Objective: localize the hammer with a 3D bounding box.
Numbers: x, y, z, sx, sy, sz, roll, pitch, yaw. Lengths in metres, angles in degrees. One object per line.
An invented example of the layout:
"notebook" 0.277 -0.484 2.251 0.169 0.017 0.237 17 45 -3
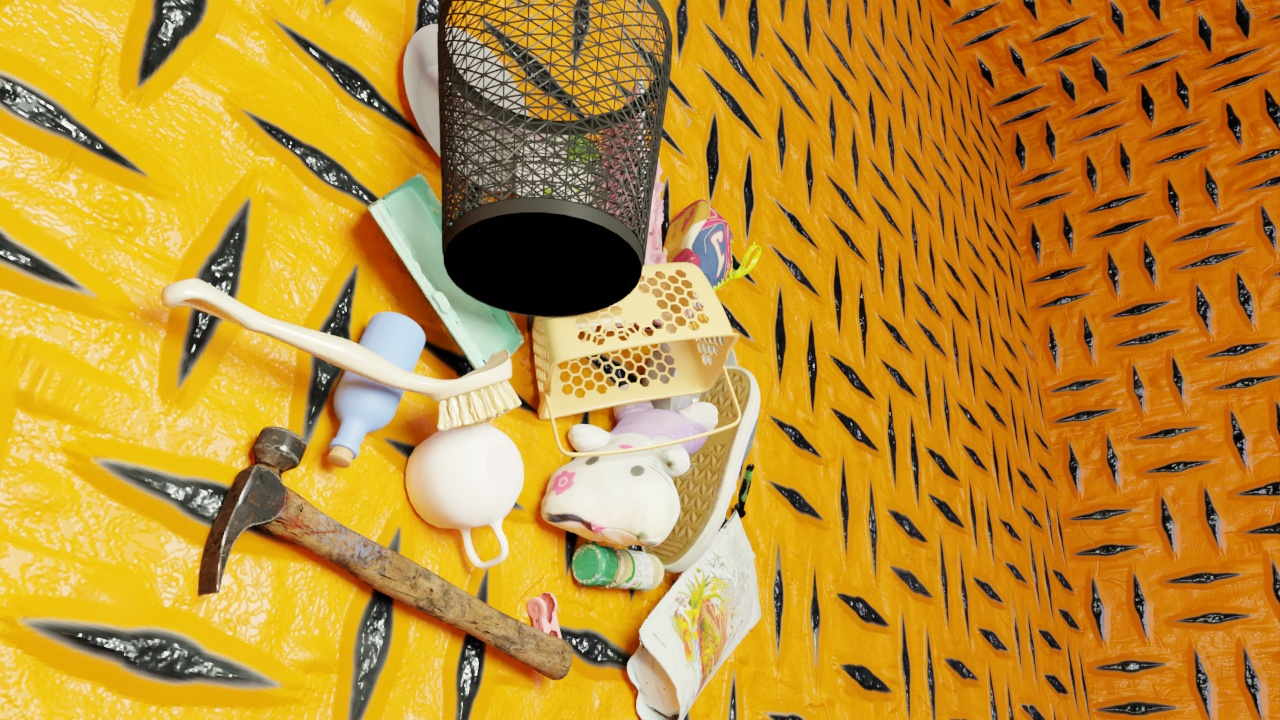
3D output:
"hammer" -0.172 0.182 0.704 0.330 0.033 0.119 41 49 -34

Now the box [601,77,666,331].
"box" -0.013 -0.165 1.006 0.173 0.075 0.232 71 16 -65

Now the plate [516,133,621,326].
"plate" -0.068 -0.143 1.006 0.229 0.030 0.229 30 52 -48

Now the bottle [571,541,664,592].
"bottle" -0.020 0.206 0.911 0.110 0.043 0.042 24 57 -50

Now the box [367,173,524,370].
"box" -0.173 -0.064 0.806 0.187 0.056 0.137 60 19 -17

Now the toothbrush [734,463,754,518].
"toothbrush" 0.120 0.151 1.070 0.188 0.014 0.017 87 -10 -63

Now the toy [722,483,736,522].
"toy" 0.085 0.134 1.083 0.087 0.050 0.112 34 51 -47

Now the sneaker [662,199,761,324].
"sneaker" 0.079 -0.107 1.123 0.091 0.117 0.241 43 37 -22

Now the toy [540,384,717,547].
"toy" -0.011 0.106 0.911 0.208 0.138 0.086 -54 152 -52

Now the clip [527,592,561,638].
"clip" -0.081 0.238 0.830 0.041 0.023 0.059 5 77 -57

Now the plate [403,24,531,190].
"plate" -0.173 -0.249 0.916 0.172 0.019 0.172 28 54 -46

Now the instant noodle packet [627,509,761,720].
"instant noodle packet" 0.074 0.282 0.994 0.268 0.057 0.147 -31 114 -56

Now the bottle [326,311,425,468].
"bottle" -0.211 0.025 0.714 0.048 0.048 0.130 45 43 -34

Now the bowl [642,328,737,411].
"bowl" 0.049 0.028 1.054 0.131 0.064 0.132 -15 110 -48

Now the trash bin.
"trash bin" -0.078 -0.183 0.801 0.216 0.217 0.242 30 51 -45

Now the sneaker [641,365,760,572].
"sneaker" 0.079 0.124 1.001 0.079 0.087 0.235 41 69 -53

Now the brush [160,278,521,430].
"brush" -0.201 -0.004 0.660 0.272 0.062 0.077 20 53 -39

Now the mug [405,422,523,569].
"mug" -0.136 0.111 0.756 0.090 0.076 0.124 -13 86 -56

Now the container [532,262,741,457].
"container" -0.005 0.005 0.879 0.183 0.129 0.167 -8 66 -17
